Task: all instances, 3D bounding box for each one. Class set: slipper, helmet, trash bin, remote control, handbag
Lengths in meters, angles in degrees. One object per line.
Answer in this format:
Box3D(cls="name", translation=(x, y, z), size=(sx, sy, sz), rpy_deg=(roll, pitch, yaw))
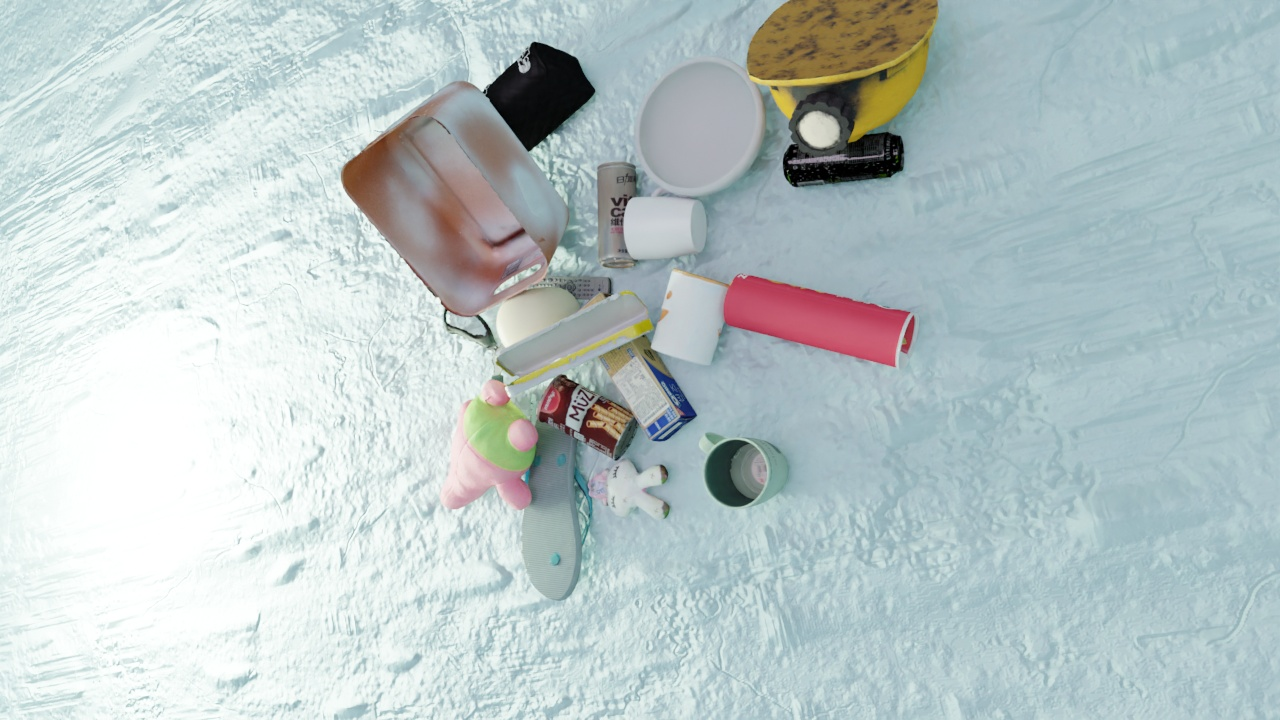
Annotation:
Box3D(cls="slipper", translation=(-0.114, 0.194, 1.263), size=(0.098, 0.054, 0.268), rpy_deg=(-12, 70, 29))
Box3D(cls="helmet", translation=(0.236, -0.324, 1.044), size=(0.206, 0.131, 0.254), rpy_deg=(3, 45, 28))
Box3D(cls="trash bin", translation=(-0.236, -0.219, 1.223), size=(0.182, 0.157, 0.260), rpy_deg=(-24, 118, 29))
Box3D(cls="remote control", translation=(-0.101, -0.102, 1.289), size=(0.137, 0.013, 0.033), rpy_deg=(4, 88, 28))
Box3D(cls="handbag", translation=(-0.163, -0.381, 1.278), size=(0.154, 0.125, 0.114), rpy_deg=(-32, 73, 23))

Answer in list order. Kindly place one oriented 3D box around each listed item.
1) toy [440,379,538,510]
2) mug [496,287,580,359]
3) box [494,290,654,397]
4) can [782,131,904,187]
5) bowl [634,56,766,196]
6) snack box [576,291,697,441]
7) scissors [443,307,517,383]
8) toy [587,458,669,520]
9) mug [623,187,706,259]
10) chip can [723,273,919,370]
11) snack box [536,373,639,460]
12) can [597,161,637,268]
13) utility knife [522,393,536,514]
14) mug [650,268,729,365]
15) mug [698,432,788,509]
Box3D(cls="toy", translation=(-0.215, 0.133, 1.281), size=(0.237, 0.096, 0.192), rpy_deg=(-53, 57, 33))
Box3D(cls="mug", translation=(-0.139, -0.039, 1.250), size=(0.096, 0.099, 0.120), rpy_deg=(-20, 87, 29))
Box3D(cls="box", translation=(-0.084, -0.017, 1.174), size=(0.210, 0.067, 0.070), rpy_deg=(-25, 72, 17))
Box3D(cls="can", translation=(0.241, -0.239, 1.096), size=(0.138, 0.054, 0.054), rpy_deg=(-1, 86, 27))
Box3D(cls="bowl", translation=(0.083, -0.293, 1.175), size=(0.177, 0.066, 0.176), rpy_deg=(-2, 86, 28))
Box3D(cls="snack box", translation=(-0.007, 0.007, 1.210), size=(0.056, 0.057, 0.206), rpy_deg=(-39, 71, 21))
Box3D(cls="scissors", translation=(-0.241, 0.006, 1.356), size=(0.203, 0.015, 0.202), rpy_deg=(36, 104, 27))
Box3D(cls="toy", translation=(-0.017, 0.170, 1.213), size=(0.123, 0.038, 0.079), rpy_deg=(-1, 93, 30))
Box3D(cls="mug", translation=(0.037, -0.186, 1.195), size=(0.088, 0.081, 0.114), rpy_deg=(1, 56, 22))
Box3D(cls="chip can", translation=(0.211, -0.049, 1.091), size=(0.221, 0.069, 0.069), rpy_deg=(16, 94, 28))
Box3D(cls="snack box", translation=(-0.069, 0.075, 1.215), size=(0.121, 0.072, 0.072), rpy_deg=(27, 99, 15))
Box3D(cls="can", translation=(-0.031, -0.195, 1.236), size=(0.054, 0.054, 0.135), rpy_deg=(-3, 85, 27))
Box3D(cls="utility knife", translation=(-0.156, 0.135, 1.303), size=(0.022, 0.015, 0.176), rpy_deg=(-4, 82, 28))
Box3D(cls="mug", translation=(0.065, -0.055, 1.160), size=(0.082, 0.082, 0.105), rpy_deg=(20, 96, 27))
Box3D(cls="mug", translation=(0.121, 0.124, 1.106), size=(0.111, 0.104, 0.084), rpy_deg=(37, 103, 24))
